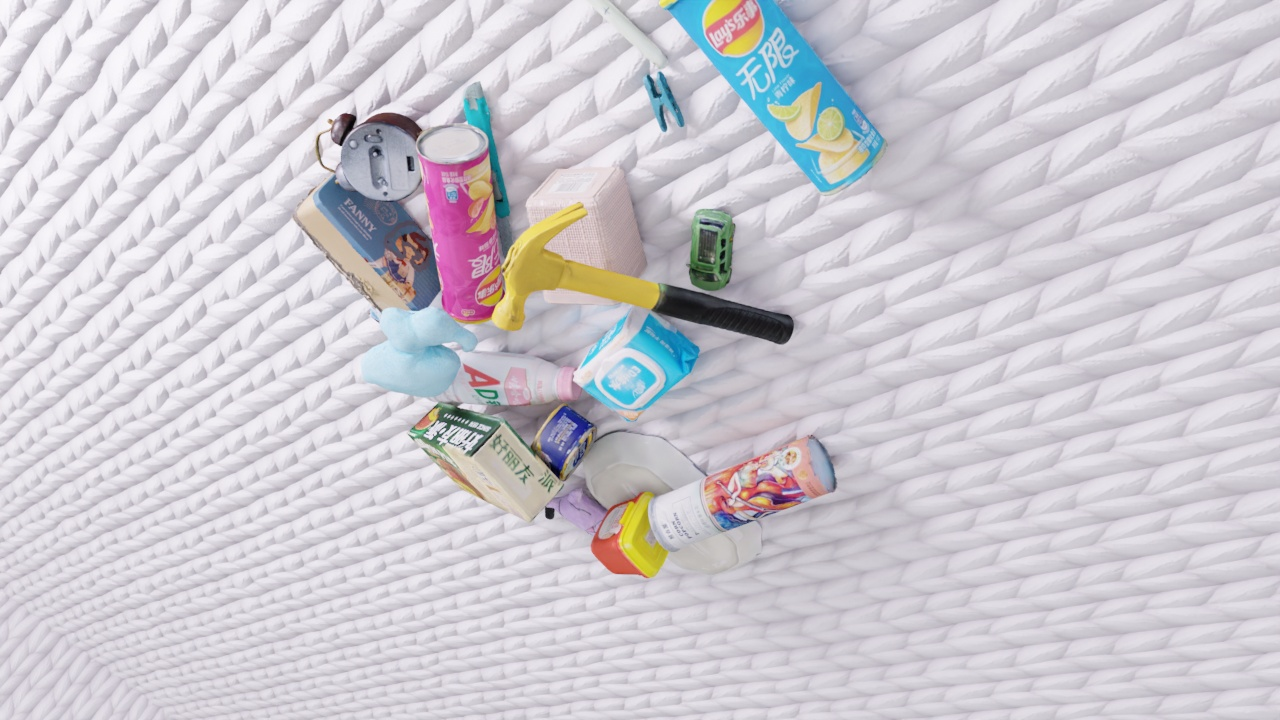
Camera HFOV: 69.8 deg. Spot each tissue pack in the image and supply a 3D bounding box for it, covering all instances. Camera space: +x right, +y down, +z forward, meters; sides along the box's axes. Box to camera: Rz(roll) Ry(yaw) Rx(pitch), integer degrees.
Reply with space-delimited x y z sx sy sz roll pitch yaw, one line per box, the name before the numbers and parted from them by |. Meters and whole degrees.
tissue pack | -0.006 0.006 1.012 0.090 0.063 0.140 37 133 -11

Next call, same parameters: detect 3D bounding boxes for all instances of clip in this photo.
clip | 0.020 -0.233 0.826 0.043 0.014 0.056 -9 124 29

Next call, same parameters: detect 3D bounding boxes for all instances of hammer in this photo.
hammer | 0.015 -0.061 0.877 0.300 0.033 0.129 13 114 -24

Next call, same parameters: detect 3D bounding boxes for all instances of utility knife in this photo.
utility knife | -0.151 -0.184 0.945 0.029 0.013 0.216 10 133 21

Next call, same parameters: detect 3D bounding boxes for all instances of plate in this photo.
plate | 0.036 0.195 1.179 0.265 0.034 0.162 43 133 -15

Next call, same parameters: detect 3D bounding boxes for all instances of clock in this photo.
clock | -0.268 -0.208 0.926 0.122 0.055 0.082 2 121 -1

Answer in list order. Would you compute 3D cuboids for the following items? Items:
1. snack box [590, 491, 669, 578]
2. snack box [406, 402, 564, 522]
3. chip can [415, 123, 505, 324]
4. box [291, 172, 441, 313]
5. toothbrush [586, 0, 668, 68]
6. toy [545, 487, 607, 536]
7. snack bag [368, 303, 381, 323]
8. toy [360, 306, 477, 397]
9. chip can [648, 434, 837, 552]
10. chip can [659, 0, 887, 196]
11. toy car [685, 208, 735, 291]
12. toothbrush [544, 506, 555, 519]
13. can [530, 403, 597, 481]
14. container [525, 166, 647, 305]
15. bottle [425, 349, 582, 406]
snack box | -0.011 0.217 1.134 0.080 0.091 0.082 -18 121 42
snack box | -0.196 0.120 1.126 0.114 0.063 0.240 51 159 -22
chip can | -0.183 -0.136 0.948 0.071 0.071 0.211 15 138 11
box | -0.293 -0.132 1.000 0.061 0.089 0.184 -16 126 35
toothbrush | -0.050 -0.315 0.782 0.189 0.029 0.020 38 93 -13
toy | -0.066 0.208 1.231 0.108 0.038 0.084 39 142 -17
snack bag | -0.311 -0.076 1.102 0.048 0.026 0.104 31 135 13
toy | -0.251 -0.004 1.030 0.161 0.049 0.156 -3 138 13
chip can | 0.116 0.155 1.059 0.215 0.071 0.071 -26 116 26
chip can | 0.110 -0.233 0.746 0.071 0.071 0.210 -29 113 39
toy car | 0.068 -0.106 0.903 0.043 0.036 0.091 11 136 13
toothbrush | -0.121 0.147 1.222 0.016 0.018 0.181 10 130 8
can | -0.092 0.100 1.100 0.049 0.074 0.148 36 163 6
container | -0.053 -0.125 0.904 0.090 0.089 0.111 3 127 21
bottle | -0.167 0.022 1.098 0.197 0.068 0.068 3 130 18
